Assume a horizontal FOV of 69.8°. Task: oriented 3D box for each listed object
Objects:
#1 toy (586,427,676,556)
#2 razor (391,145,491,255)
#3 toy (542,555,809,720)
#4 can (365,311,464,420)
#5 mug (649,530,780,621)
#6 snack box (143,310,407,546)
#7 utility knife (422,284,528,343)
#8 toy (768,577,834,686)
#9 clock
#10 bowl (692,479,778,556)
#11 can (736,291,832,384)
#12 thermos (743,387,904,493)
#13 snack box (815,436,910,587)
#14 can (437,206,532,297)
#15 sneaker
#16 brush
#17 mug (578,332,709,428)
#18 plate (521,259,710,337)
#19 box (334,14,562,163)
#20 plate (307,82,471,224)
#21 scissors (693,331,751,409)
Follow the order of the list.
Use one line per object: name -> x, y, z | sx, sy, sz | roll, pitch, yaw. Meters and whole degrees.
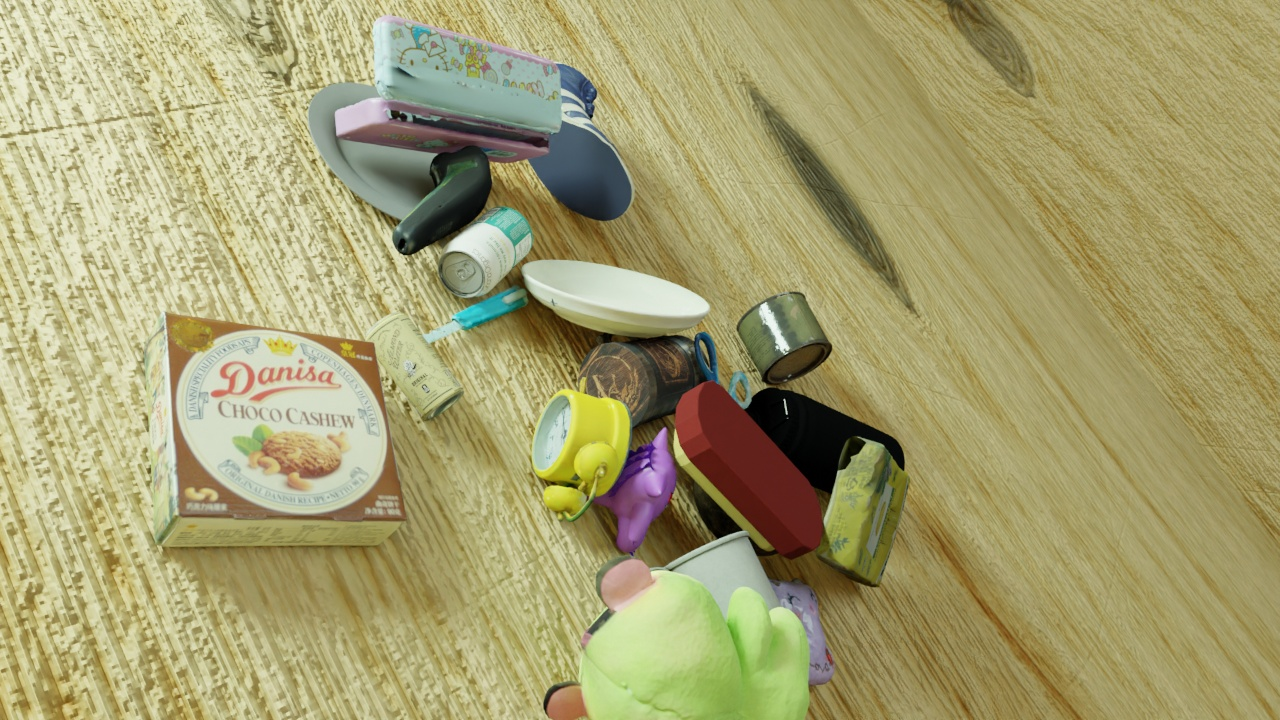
toy -> -0.002, 0.104, 0.757 | 0.056, 0.088, 0.105 | 28, 38, -18
razor -> -0.180, -0.142, 0.818 | 0.067, 0.054, 0.151 | 32, 42, 0
toy -> 0.039, 0.224, 0.638 | 0.196, 0.150, 0.107 | 17, 15, -38
can -> -0.174, 0.004, 0.705 | 0.079, 0.038, 0.038 | 52, 34, 5
mug -> 0.053, 0.189, 0.740 | 0.113, 0.085, 0.070 | -11, 67, -36
snack box -> -0.234, 0.046, 0.591 | 0.143, 0.041, 0.147 | 10, 49, -42
utility knife -> -0.148, -0.039, 0.797 | 0.022, 0.015, 0.166 | 51, 32, 4
toy -> 0.138, 0.240, 0.821 | 0.080, 0.037, 0.099 | 15, 47, -41
clock -> -0.046, 0.075, 0.738 | 0.057, 0.084, 0.118 | 20, 40, -27
bowl -> 0.092, 0.133, 0.858 | 0.121, 0.056, 0.121 | 29, 38, -26
can -> 0.168, -0.025, 1.073 | 0.089, 0.090, 0.074 | 5, 53, -46
thermos -> 0.185, 0.089, 0.980 | 0.198, 0.086, 0.086 | 23, 41, -32
snack box -> 0.217, 0.148, 0.878 | 0.181, 0.045, 0.121 | 40, 68, -62
can -> -0.140, -0.098, 0.831 | 0.055, 0.055, 0.101 | 43, 34, -8
sneaker -> -0.072, -0.254, 1.042 | 0.233, 0.092, 0.118 | 44, 30, 9
brush -> 0.087, 0.097, 0.779 | 0.173, 0.042, 0.082 | 47, 31, -19
mug -> -0.005, 0.005, 0.863 | 0.116, 0.080, 0.107 | 49, 31, 20
plate -> -0.026, -0.056, 0.875 | 0.182, 0.034, 0.182 | 12, 16, -4
box -> -0.175, -0.246, 0.855 | 0.213, 0.090, 0.091 | -5, 92, -50
plate -> -0.228, -0.190, 0.862 | 0.178, 0.012, 0.178 | 29, 38, -26
scissors -> 0.070, 0.031, 0.855 | 0.118, 0.013, 0.139 | 57, 33, -19
